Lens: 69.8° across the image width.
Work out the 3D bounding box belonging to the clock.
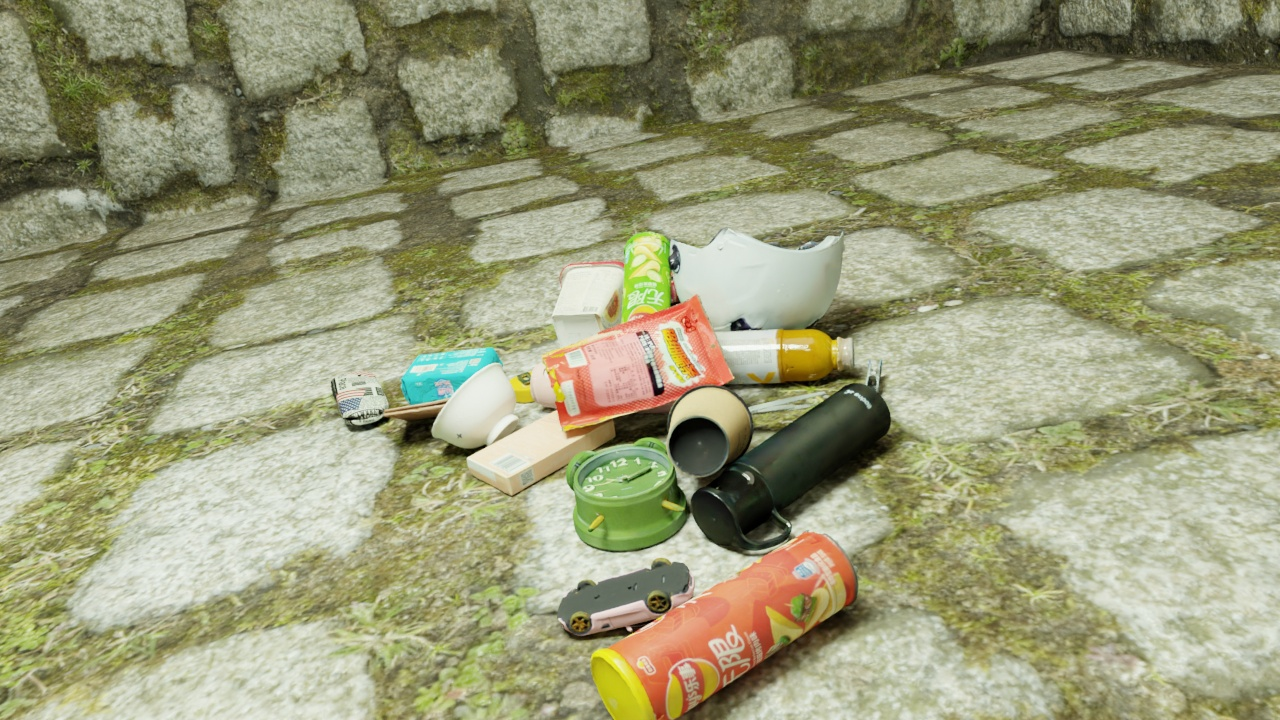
[{"bbox_3d":[-0.016,0.128,0.934,0.116,0.056,0.161,-11,23,-6],"label":"clock"}]

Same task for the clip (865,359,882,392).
[{"bbox_3d":[0.280,0.021,1.107,0.038,0.026,0.058,6,30,14],"label":"clip"}]

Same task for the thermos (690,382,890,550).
[{"bbox_3d":[0.162,0.109,0.918,0.241,0.069,0.090,-30,62,-35],"label":"thermos"}]

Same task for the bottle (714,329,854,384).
[{"bbox_3d":[0.171,-0.005,1.150,0.190,0.068,0.067,-2,25,16],"label":"bottle"}]

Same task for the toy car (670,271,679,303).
[{"bbox_3d":[0.040,-0.112,1.462,0.120,0.053,0.045,-14,26,-5],"label":"toy car"}]

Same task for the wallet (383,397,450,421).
[{"bbox_3d":[-0.263,0.061,1.167,0.101,0.020,0.115,-10,-5,-1],"label":"wallet"}]

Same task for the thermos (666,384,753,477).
[{"bbox_3d":[0.067,0.075,0.939,0.093,0.093,0.143,-5,4,10],"label":"thermos"}]

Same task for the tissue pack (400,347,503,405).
[{"bbox_3d":[-0.258,0.023,1.266,0.133,0.050,0.093,-7,22,5],"label":"tissue pack"}]

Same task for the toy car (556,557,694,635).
[{"bbox_3d":[-0.012,0.206,0.785,0.122,0.037,0.056,-18,19,12],"label":"toy car"}]

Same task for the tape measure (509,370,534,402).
[{"bbox_3d":[-0.150,0.033,1.232,0.059,0.029,0.057,-22,27,-26],"label":"tape measure"}]

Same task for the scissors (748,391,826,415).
[{"bbox_3d":[0.119,0.061,1.042,0.163,0.014,0.165,-25,16,-13],"label":"scissors"}]

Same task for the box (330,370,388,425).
[{"bbox_3d":[-0.389,0.053,1.269,0.068,0.051,0.164,-27,26,-13],"label":"box"}]

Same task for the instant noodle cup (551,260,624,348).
[{"bbox_3d":[-0.070,-0.072,1.349,0.117,0.116,0.124,-1,36,19],"label":"instant noodle cup"}]

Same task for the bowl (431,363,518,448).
[{"bbox_3d":[-0.186,0.068,1.104,0.065,0.119,0.118,40,40,9],"label":"bowl"}]

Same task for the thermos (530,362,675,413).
[{"bbox_3d":[-0.037,0.024,1.153,0.199,0.067,0.087,1,53,23],"label":"thermos"}]

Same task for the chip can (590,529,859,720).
[{"bbox_3d":[0.070,0.207,0.708,0.216,0.073,0.073,-21,27,-29],"label":"chip can"}]

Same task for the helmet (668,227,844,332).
[{"bbox_3d":[0.154,-0.094,1.249,0.228,0.146,0.259,-2,0,-26],"label":"helmet"}]

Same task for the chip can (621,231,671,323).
[{"bbox_3d":[0.008,-0.082,1.268,0.072,0.073,0.220,-5,52,9],"label":"chip can"}]

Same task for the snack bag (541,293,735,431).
[{"bbox_3d":[-0.006,0.006,1.072,0.208,0.073,0.128,-18,60,-4],"label":"snack bag"}]

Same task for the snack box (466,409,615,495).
[{"bbox_3d":[-0.114,0.100,1.068,0.156,0.026,0.084,-27,29,-35],"label":"snack box"}]
